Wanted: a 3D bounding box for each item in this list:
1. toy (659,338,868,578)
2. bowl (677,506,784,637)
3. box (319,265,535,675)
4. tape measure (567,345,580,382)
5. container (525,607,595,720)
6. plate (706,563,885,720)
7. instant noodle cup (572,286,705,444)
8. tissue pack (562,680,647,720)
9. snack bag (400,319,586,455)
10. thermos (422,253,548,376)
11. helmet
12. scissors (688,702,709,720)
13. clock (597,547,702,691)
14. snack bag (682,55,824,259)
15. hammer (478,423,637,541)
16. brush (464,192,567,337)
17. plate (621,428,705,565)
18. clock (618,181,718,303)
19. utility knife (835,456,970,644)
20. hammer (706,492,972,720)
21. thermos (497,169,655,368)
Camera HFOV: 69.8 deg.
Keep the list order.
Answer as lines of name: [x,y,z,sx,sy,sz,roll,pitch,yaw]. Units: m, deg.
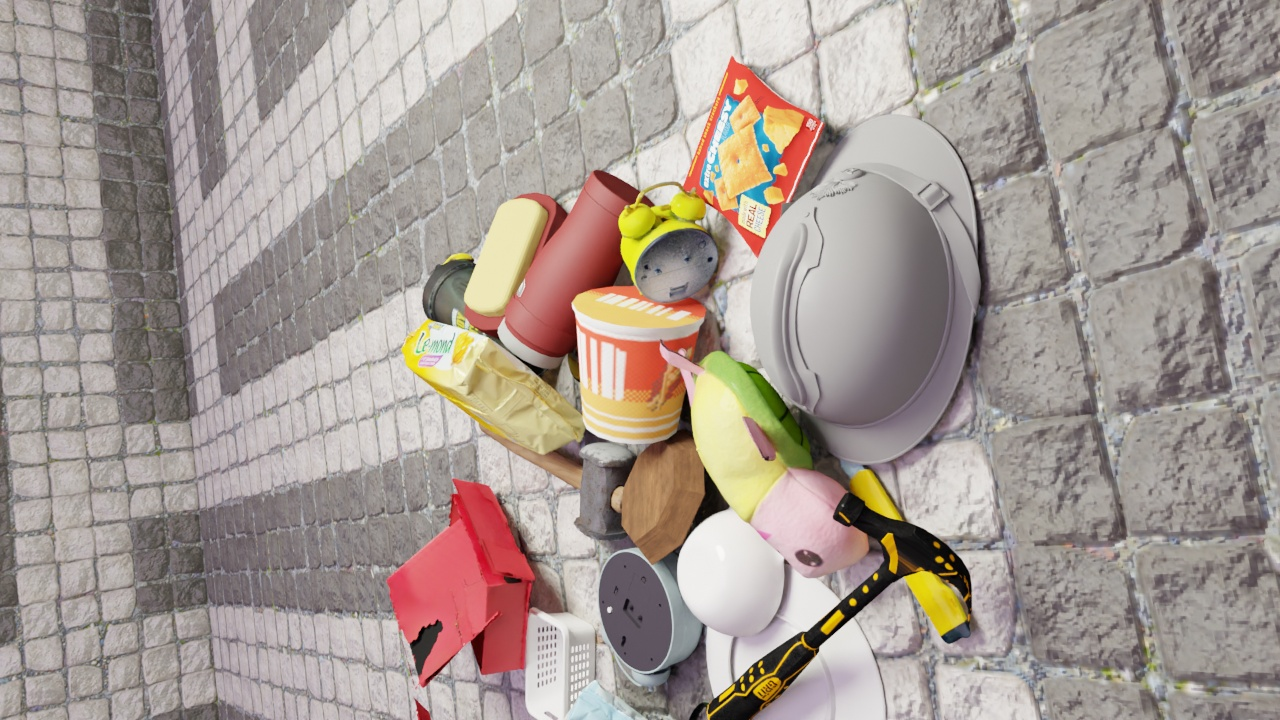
toy: [0.093,0.072,0.753,0.238,0.087,0.190,52,163,24]
bowl: [0.072,0.191,0.828,0.115,0.050,0.114,-17,70,54]
box: [-0.246,0.134,1.038,0.479,0.171,0.214,57,174,-33]
tape measure: [-0.055,-0.003,1.000,0.061,0.034,0.062,47,126,41]
container: [-0.091,0.352,1.058,0.081,0.049,0.129,8,99,51]
plate: [0.126,0.284,0.811,0.209,0.015,0.208,5,97,51]
instant noodle cup: [-0.005,0.005,0.880,0.123,0.123,0.121,29,122,47]
tissue pack: [-0.047,0.424,0.966,0.112,0.069,0.182,33,130,5]
snack bag: [-0.174,0.031,1.036,0.068,0.159,0.248,-56,29,-12]
thermos: [-0.184,-0.055,1.117,0.221,0.098,0.098,30,116,42]
helmet: [0.141,-0.053,0.685,0.184,0.117,0.271,12,100,50]
scissors: [0.074,0.428,0.888,0.202,0.015,0.204,-7,88,49]
clock: [0.006,0.262,0.937,0.122,0.045,0.159,40,123,42]
snack bag: [0.094,-0.174,0.796,0.144,0.039,0.131,53,133,43]
hammer: [-0.110,0.115,1.074,0.329,0.052,0.098,18,106,53]
brush: [-0.146,-0.113,1.037,0.082,0.042,0.173,9,74,34]
plate: [0.017,0.128,0.886,0.132,0.025,0.131,-47,31,41]
clock: [0.024,-0.109,0.842,0.057,0.083,0.119,-119,16,-45]
utility knife: [0.188,0.116,0.719,0.031,0.019,0.224,-50,57,35]
hammer: [0.137,0.225,0.729,0.123,0.036,0.322,33,132,4]
thermos: [-0.057,-0.084,0.942,0.108,0.083,0.199,34,111,0]
